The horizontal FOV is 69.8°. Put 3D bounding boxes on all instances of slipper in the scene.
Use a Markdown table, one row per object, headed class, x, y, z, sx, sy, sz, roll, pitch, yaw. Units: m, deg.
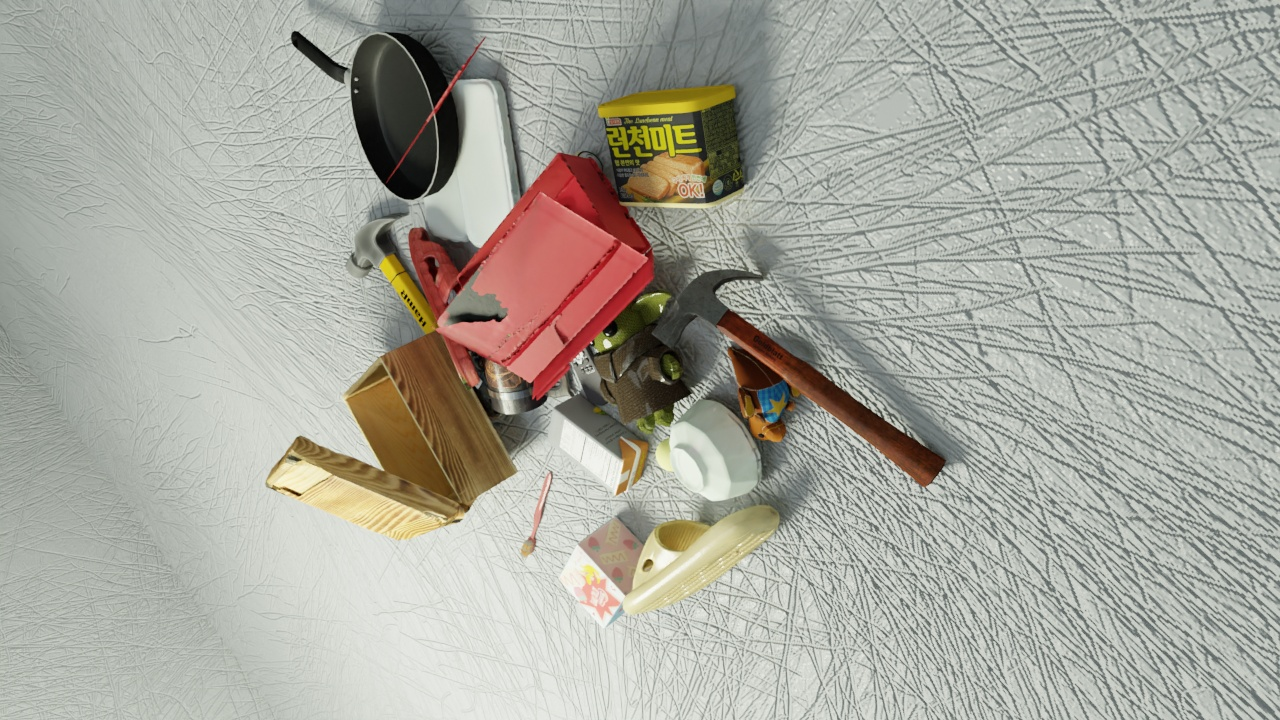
| class | x | y | z | sx | sy | sz | roll | pitch | yaw |
| --- | --- | --- | --- | --- | --- | --- | --- | --- | --- |
| slipper | -0.246 | -0.080 | 1.207 | 0.104 | 0.059 | 0.248 | 81 | 166 | -65 |
| slipper | 0.064 | 0.219 | 1.082 | 0.262 | 0.111 | 0.079 | -47 | 55 | 42 |

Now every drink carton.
| class | x | y | z | sx | sy | sz | roll | pitch | yaw |
| --- | --- | --- | --- | --- | --- | --- | --- | --- | --- |
| drink carton | -0.055 | 0.106 | 1.160 | 0.125 | 0.048 | 0.076 | 34 | 132 | 26 |

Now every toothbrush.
| class | x | y | z | sx | sy | sz | roll | pitch | yaw |
| --- | --- | --- | --- | --- | --- | --- | --- | --- | --- |
| toothbrush | -0.152 | 0.228 | 1.345 | 0.015 | 0.015 | 0.185 | 34 | 130 | 18 |

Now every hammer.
| class | x | y | z | sx | sy | sz | roll | pitch | yaw |
| --- | --- | --- | --- | --- | --- | --- | --- | --- | --- |
| hammer | 0.162 | 0.018 | 0.892 | 0.301 | 0.028 | 0.111 | 37 | 93 | 13 |
| hammer | -0.310 | -0.066 | 1.329 | 0.324 | 0.034 | 0.170 | 55 | 136 | 4 |

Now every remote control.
| class | x | y | z | sx | sy | sz | roll | pitch | yaw |
| --- | --- | --- | --- | --- | --- | --- | --- | --- | --- |
| remote control | -0.073 | 0.000 | 1.149 | 0.047 | 0.009 | 0.124 | -21 | 97 | 47 |

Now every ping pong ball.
| class | x | y | z | sx | sy | sz | roll | pitch | yaw |
| --- | --- | --- | --- | --- | --- | --- | --- | --- | --- |
| ping pong ball | 0.038 | 0.111 | 1.080 | 0.040 | 0.040 | 0.040 | 22 | 125 | 35 |

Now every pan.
| class | x | y | z | sx | sy | sz | roll | pitch | yaw |
| --- | --- | --- | --- | --- | --- | --- | --- | --- | --- |
| pan | -0.345 | -0.345 | 1.178 | 0.356 | 0.044 | 0.205 | 41 | 135 | 29 |

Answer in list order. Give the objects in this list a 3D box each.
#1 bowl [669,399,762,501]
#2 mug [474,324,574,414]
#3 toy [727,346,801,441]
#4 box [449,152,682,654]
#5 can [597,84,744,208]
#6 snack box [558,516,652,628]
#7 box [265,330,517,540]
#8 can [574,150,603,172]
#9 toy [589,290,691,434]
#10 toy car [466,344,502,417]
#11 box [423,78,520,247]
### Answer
| class | x | y | z | sx | sy | sz | roll | pitch | yaw |
| --- | --- | --- | --- | --- | --- | --- | --- | --- | --- |
| bowl | 0.072 | 0.107 | 1.012 | 0.117 | 0.061 | 0.118 | 38 | 144 | 35 |
| mug | -0.148 | 0.005 | 1.185 | 0.116 | 0.079 | 0.107 | -1 | 115 | 16 |
| toy | 0.120 | 0.035 | 0.967 | 0.103 | 0.070 | 0.090 | 49 | 155 | 46 |
| box | -0.069 | 0.018 | 0.879 | 0.215 | 0.138 | 0.466 | -43 | 48 | 31 |
| can | 0.031 | -0.207 | 0.894 | 0.131 | 0.072 | 0.101 | 10 | 120 | 40 |
| snack box | -0.041 | 0.282 | 1.219 | 0.095 | 0.079 | 0.093 | 44 | 135 | 17 |
| box | -0.364 | 0.157 | 1.303 | 0.269 | 0.263 | 0.280 | 60 | 147 | -2 |
| can | -0.076 | -0.198 | 1.025 | 0.080 | 0.038 | 0.038 | -35 | 86 | 48 |
| toy | -0.006 | 0.005 | 1.036 | 0.180 | 0.078 | 0.152 | -26 | 89 | 50 |
| toy car | -0.211 | 0.023 | 1.267 | 0.047 | 0.047 | 0.112 | 4 | 118 | 44 |
| box | -0.224 | -0.245 | 1.146 | 0.190 | 0.037 | 0.209 | 14 | 119 | 36 |
